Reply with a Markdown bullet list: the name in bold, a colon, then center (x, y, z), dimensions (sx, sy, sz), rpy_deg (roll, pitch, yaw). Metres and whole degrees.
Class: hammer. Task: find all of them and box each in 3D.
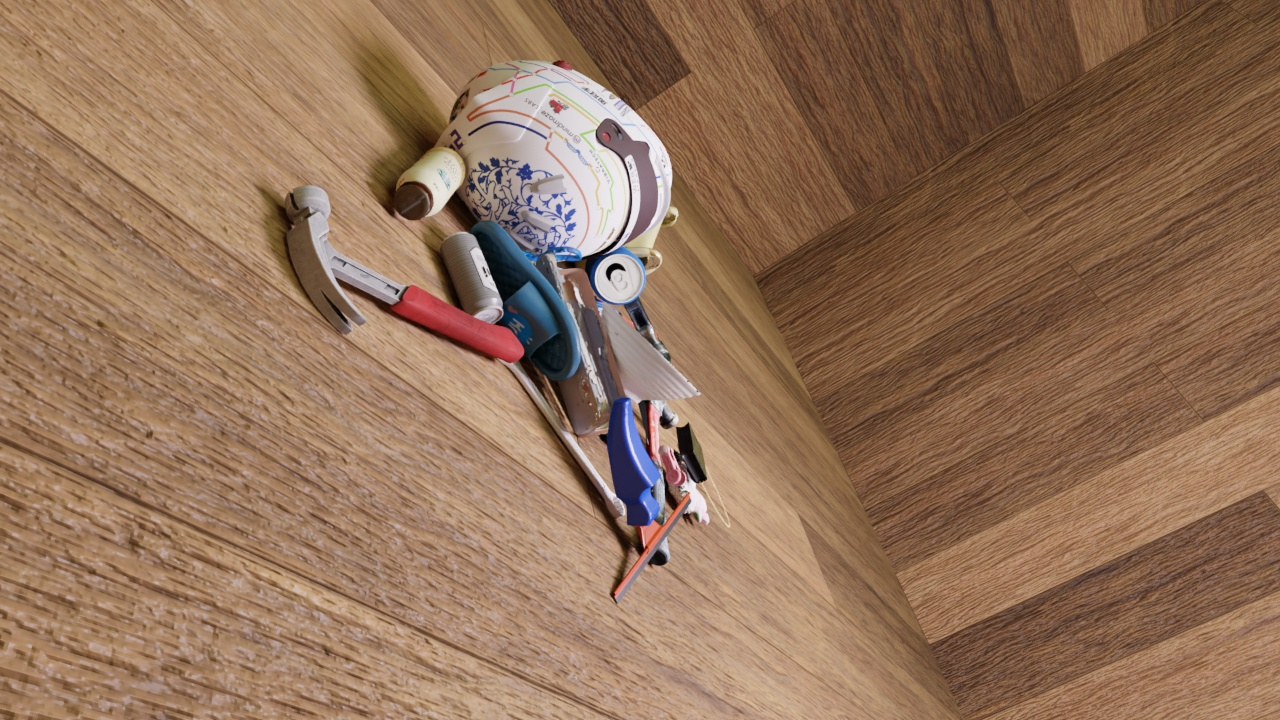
- **hammer**: center (-0.209, -0.049, 0.890), dimensions (0.315, 0.036, 0.126), rpy_deg (32, 33, -58)
- **hammer**: center (0.020, -0.038, 1.536), dimensions (0.133, 0.033, 0.333), rpy_deg (62, 2, 12)
- **hammer**: center (0.012, 0.135, 1.225), dimensions (0.140, 0.036, 0.325), rpy_deg (51, 21, -31)

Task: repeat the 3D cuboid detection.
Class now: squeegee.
- **squeegee**: center (-0.007, 0.132, 1.058), dimensions (0.248, 0.055, 0.185), rpy_deg (-40, 124, -62)

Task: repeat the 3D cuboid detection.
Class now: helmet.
- **helmet**: center (-0.113, -0.244, 1.208), dimensions (0.314, 0.232, 0.235), rpy_deg (40, 46, -17)

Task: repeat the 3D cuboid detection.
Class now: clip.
- **clip**: center (0.038, 0.137, 1.207), dimensions (0.037, 0.022, 0.058), rpy_deg (26, 35, -59)

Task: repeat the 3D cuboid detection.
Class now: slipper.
- **slipper**: center (-0.144, -0.065, 1.065), dimensions (0.059, 0.104, 0.213), rpy_deg (-28, 80, -35)

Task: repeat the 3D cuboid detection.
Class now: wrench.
- **wrench**: center (-0.097, 0.076, 1.072), dimensions (0.273, 0.009, 0.047), rpy_deg (56, 15, -12)

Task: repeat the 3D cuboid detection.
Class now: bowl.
- **bowl**: center (-0.007, 0.007, 1.213), dimensions (0.177, 0.071, 0.177), rpy_deg (44, 0, 0)

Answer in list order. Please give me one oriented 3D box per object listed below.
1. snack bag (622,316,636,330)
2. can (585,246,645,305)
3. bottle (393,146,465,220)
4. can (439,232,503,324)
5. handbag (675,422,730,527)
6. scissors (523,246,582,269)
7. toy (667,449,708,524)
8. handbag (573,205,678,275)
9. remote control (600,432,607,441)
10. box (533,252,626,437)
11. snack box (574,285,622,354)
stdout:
- **snack bag**: center (-0.033, -0.039, 1.467), dimensions (0.116, 0.036, 0.077), rpy_deg (29, 32, -62)
- **can**: center (-0.038, -0.128, 1.346), dimensions (0.079, 0.079, 0.146), rpy_deg (55, 1, -13)
- **bottle**: center (-0.242, -0.201, 1.049), dimensions (0.056, 0.057, 0.161), rpy_deg (54, 15, -20)
- **can**: center (-0.190, -0.092, 1.030), dimensions (0.044, 0.044, 0.106), rpy_deg (28, 33, -63)
- **handbag**: center (0.095, 0.177, 1.338), dimensions (0.084, 0.027, 0.178), rpy_deg (-96, 162, -57)
- **scissors**: center (-0.141, -0.124, 1.154), dimensions (0.105, 0.131, 0.019), rpy_deg (117, -31, -64)
- **toy**: center (0.068, 0.193, 1.331), dimensions (0.109, 0.041, 0.095), rpy_deg (58, 14, -27)
- **handbag**: center (-0.041, -0.208, 1.528), dimensions (0.232, 0.191, 0.089), rpy_deg (-74, 149, -54)
- **remote control**: center (-0.053, 0.066, 1.239), dimensions (0.039, 0.010, 0.124), rpy_deg (45, 19, -42)
- **box**: center (-0.067, -0.020, 1.121), dimensions (0.104, 0.096, 0.216), rpy_deg (-8, 75, -44)
- **snack box**: center (-0.082, -0.058, 1.301), dimensions (0.059, 0.059, 0.226), rpy_deg (61, 14, 23)
